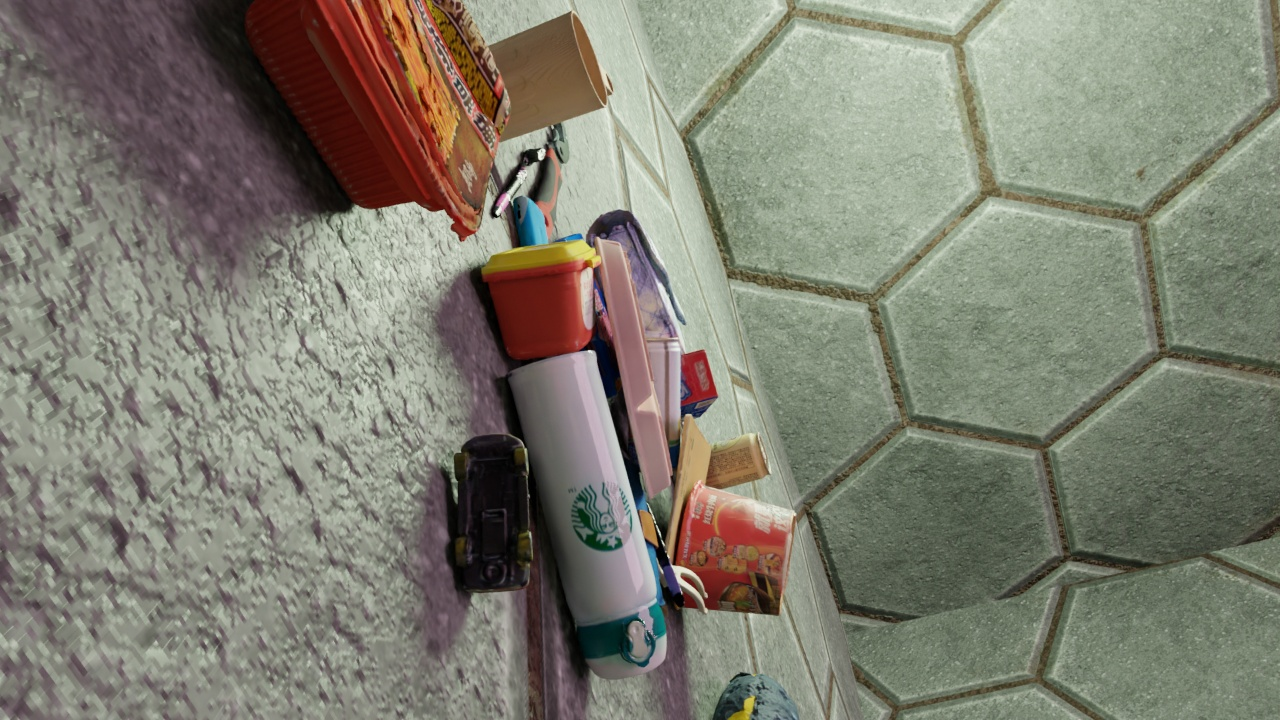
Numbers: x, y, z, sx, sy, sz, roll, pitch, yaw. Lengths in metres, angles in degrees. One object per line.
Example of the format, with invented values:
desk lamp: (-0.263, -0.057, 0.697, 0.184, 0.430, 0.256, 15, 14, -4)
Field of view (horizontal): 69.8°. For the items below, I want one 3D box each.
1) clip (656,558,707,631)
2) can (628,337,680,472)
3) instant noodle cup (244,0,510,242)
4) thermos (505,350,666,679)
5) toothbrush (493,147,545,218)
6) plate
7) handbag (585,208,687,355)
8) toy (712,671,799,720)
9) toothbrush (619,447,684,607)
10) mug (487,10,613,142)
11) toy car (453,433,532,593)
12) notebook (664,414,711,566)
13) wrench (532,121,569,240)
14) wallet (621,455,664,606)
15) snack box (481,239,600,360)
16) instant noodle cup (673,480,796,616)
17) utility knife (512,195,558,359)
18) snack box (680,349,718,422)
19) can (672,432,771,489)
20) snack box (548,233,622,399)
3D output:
clip: (0.031, 0.199, 0.846, 0.035, 0.093, 0.103, -72, 155, -69)
can: (0.014, 0.044, 0.925, 0.053, 0.053, 0.134, -10, 100, -79)
instant noodle cup: (-0.140, -0.162, 0.503, 0.188, 0.079, 0.164, -94, 163, -52)
thermos: (-0.034, 0.108, 0.648, 0.073, 0.073, 0.224, 9, 65, -78)
toothbrush: (-0.108, -0.162, 0.822, 0.188, 0.018, 0.014, -82, 155, -62)
plate: (-0.005, 0.005, 0.791, 0.229, 0.028, 0.229, 162, -84, -89)
handbag: (0.003, -0.069, 1.024, 0.194, 0.075, 0.134, 63, 5, -70)
toy: (0.113, 0.402, 0.922, 0.355, 0.091, 0.138, -71, 170, -69)
toothbrush: (0.006, 0.146, 0.838, 0.017, 0.014, 0.188, 47, 13, -43)
mug: (-0.087, -0.244, 0.814, 0.124, 0.104, 0.084, -8, 82, -79)
toy car: (-0.083, 0.085, 0.518, 0.035, 0.042, 0.090, 101, -15, -64)
notebook: (0.051, 0.147, 0.975, 0.208, 0.008, 0.147, 55, 44, -73)
wrench: (-0.092, -0.193, 0.941, 0.272, 0.016, 0.056, -91, 161, -53)
wallet: (-0.018, 0.140, 0.772, 0.106, 0.040, 0.133, 43, 33, -61)
snack box: (-0.069, -0.046, 0.687, 0.091, 0.082, 0.080, -54, 136, -76)
instant noodle cup: (0.101, 0.199, 0.955, 0.138, 0.109, 0.138, 9, 89, -77)
utility knife: (-0.082, -0.049, 0.774, 0.034, 0.018, 0.198, 29, 44, -57)
snack box: (0.046, 0.037, 1.053, 0.207, 0.057, 0.058, 98, -24, -80)
can: (0.100, 0.131, 1.142, 0.058, 0.116, 0.058, -16, 89, -78)
snack box: (-0.051, -0.045, 0.896, 0.084, 0.026, 0.157, -58, 130, -76)
